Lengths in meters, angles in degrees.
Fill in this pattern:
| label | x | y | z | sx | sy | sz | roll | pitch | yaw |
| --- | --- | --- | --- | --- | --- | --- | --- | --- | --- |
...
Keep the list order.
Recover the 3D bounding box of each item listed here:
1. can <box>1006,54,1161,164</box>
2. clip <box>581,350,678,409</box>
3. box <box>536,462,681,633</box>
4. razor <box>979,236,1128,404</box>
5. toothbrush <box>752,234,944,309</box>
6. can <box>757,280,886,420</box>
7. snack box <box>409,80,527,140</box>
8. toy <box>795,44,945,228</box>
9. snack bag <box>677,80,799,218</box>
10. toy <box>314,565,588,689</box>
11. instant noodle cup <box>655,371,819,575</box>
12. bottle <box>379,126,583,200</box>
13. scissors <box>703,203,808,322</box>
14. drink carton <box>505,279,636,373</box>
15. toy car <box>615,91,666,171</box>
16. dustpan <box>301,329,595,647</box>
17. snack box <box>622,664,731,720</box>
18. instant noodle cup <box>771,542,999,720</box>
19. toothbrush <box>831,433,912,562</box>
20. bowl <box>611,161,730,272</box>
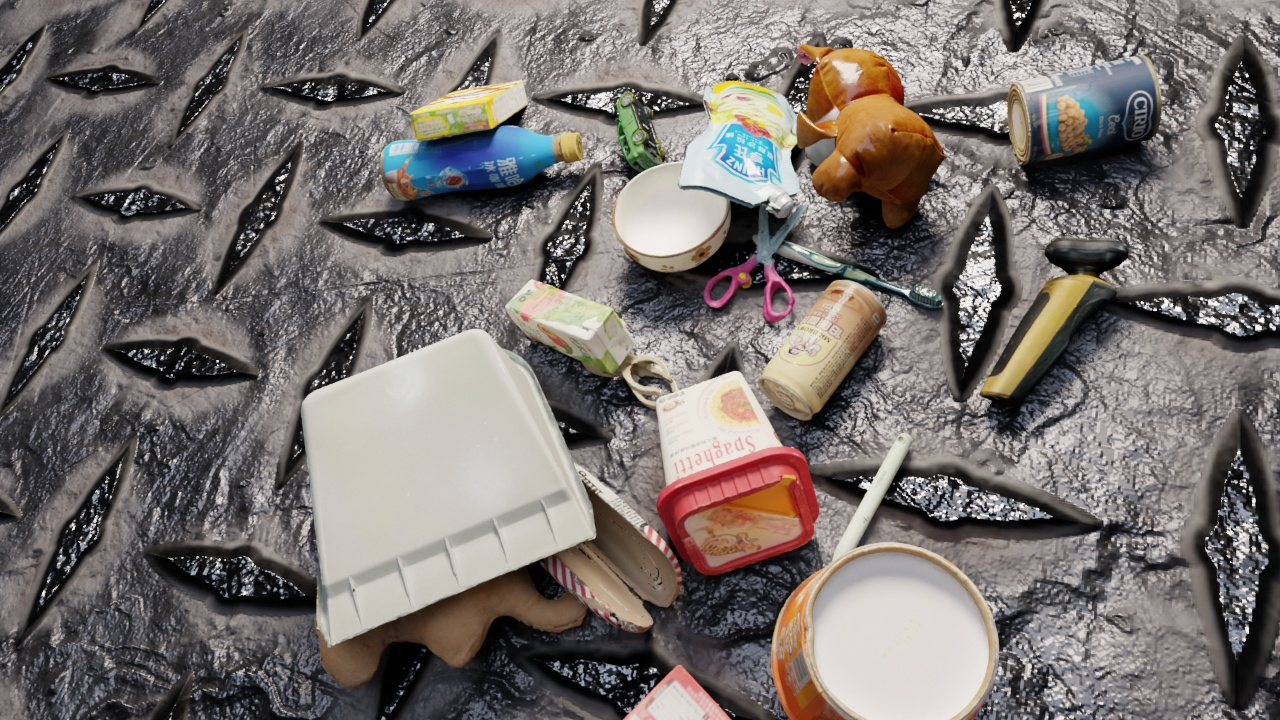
| label | x | y | z | sx | sy | sz | roll | pitch | yaw |
| --- | --- | --- | --- | --- | --- | --- | --- | --- | --- |
| can | 0.394 | -0.224 | 0.826 | 0.111 | 0.075 | 0.075 | -10 | 59 | 11 |
| clip | -0.008 | 0.009 | 0.834 | 0.071 | 0.035 | 0.100 | -46 | 55 | -11 |
| box | -0.034 | 0.141 | 0.742 | 0.163 | 0.076 | 0.088 | 35 | 93 | 32 |
| razor | 0.331 | -0.033 | 0.749 | 0.067 | 0.062 | 0.167 | 38 | 80 | -3 |
| toothbrush | 0.186 | -0.085 | 0.840 | 0.192 | 0.018 | 0.016 | 25 | 70 | 26 |
| can | 0.155 | -0.010 | 0.781 | 0.058 | 0.058 | 0.116 | 31 | 73 | 28 |
| snack box | -0.185 | -0.275 | 1.005 | 0.087 | 0.034 | 0.140 | -5 | 26 | 13 |
| toy | 0.207 | -0.218 | 0.863 | 0.131 | 0.140 | 0.199 | -41 | 44 | 42 |
| snack bag | 0.101 | -0.205 | 0.880 | 0.110 | 0.039 | 0.190 | 23 | 43 | -9 |
| toy | -0.157 | 0.184 | 0.753 | 0.226 | 0.082 | 0.143 | -11 | 59 | 4 |
| instant noodle cup | 0.068 | 0.085 | 0.728 | 0.116 | 0.117 | 0.124 | -20 | 46 | 4 |
| bottle | -0.169 | -0.217 | 0.990 | 0.219 | 0.065 | 0.065 | -5 | 60 | 13 |
| scissors | 0.121 | -0.092 | 0.855 | 0.113 | 0.017 | 0.134 | 38 | 86 | 29 |
| drink carton | -0.064 | -0.034 | 0.843 | 0.123 | 0.053 | 0.045 | 21 | 65 | 43 |
| toy car | -0.003 | -0.241 | 0.968 | 0.036 | 0.043 | 0.091 | -25 | 63 | 27 |
| dustpan | -0.173 | 0.085 | 0.790 | 0.222 | 0.143 | 0.257 | -22 | 70 | -3 |
| snack box | 0.054 | 0.299 | 0.652 | 0.075 | 0.025 | 0.153 | -43 | 59 | -11 |
| instant noodle cup | 0.165 | 0.195 | 0.616 | 0.151 | 0.111 | 0.151 | -3 | 64 | 5 |
| toothbrush | 0.166 | 0.135 | 0.718 | 0.029 | 0.020 | 0.189 | 16 | 65 | 47 |
| bowl | 0.034 | -0.128 | 0.882 | 0.113 | 0.062 | 0.113 | -6 | 59 | 11 |
